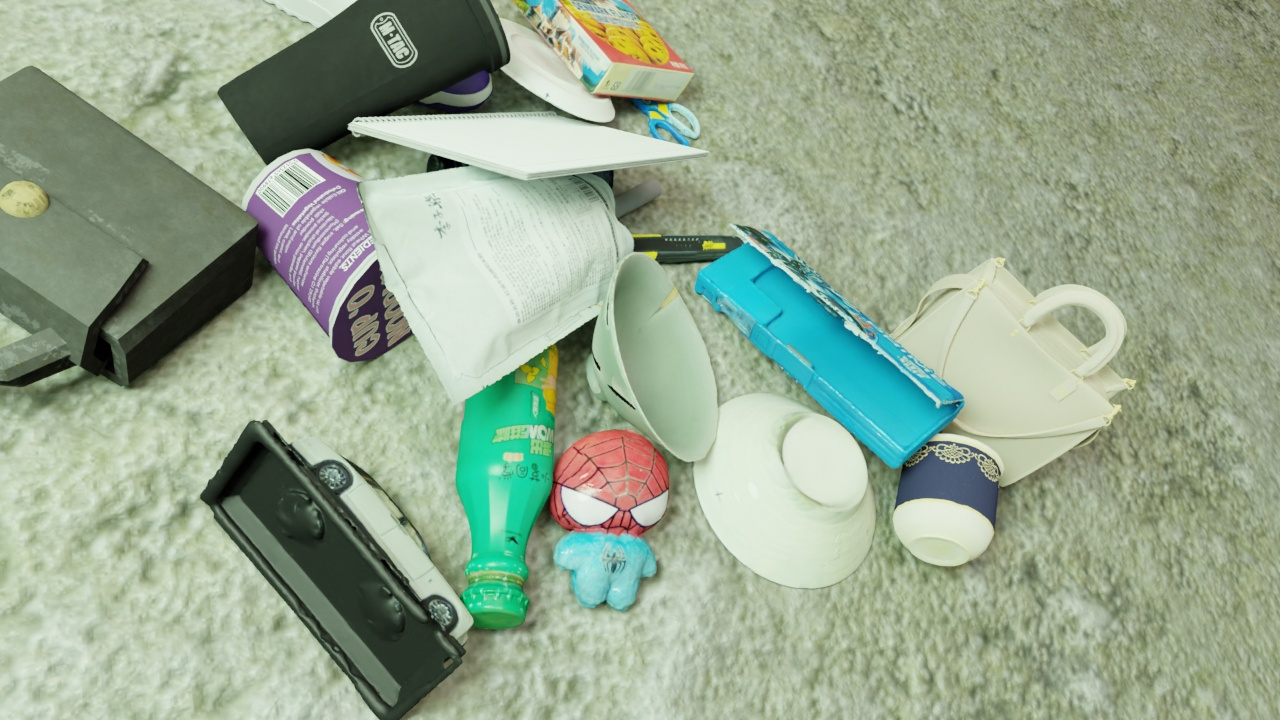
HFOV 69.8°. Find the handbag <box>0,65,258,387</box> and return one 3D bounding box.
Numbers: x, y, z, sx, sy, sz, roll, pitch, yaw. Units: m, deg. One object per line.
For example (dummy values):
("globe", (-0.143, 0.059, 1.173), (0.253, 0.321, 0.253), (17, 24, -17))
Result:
("handbag", (-0.385, -0.072, 0.572), (0.197, 0.103, 0.198), (34, 52, -4))

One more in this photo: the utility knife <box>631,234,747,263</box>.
("utility knife", (0.041, -0.105, 0.855), (0.187, 0.020, 0.028), (-6, 66, -30))

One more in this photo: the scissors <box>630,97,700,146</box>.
("scissors", (0.002, -0.258, 0.931), (0.130, 0.022, 0.070), (37, 52, -7))

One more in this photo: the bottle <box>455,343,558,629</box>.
("bottle", (-0.096, 0.079, 0.645), (0.068, 0.068, 0.209), (12, 57, -19))

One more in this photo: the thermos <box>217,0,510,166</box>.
("thermos", (-0.212, -0.233, 0.718), (0.218, 0.106, 0.106), (-34, 79, -10))

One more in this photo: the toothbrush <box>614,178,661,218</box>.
("toothbrush", (-0.048, -0.122, 0.819), (0.187, 0.019, 0.018), (-35, 124, -37))

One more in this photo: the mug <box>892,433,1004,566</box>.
("mug", (0.266, 0.132, 0.791), (0.112, 0.086, 0.089), (52, 46, -37))

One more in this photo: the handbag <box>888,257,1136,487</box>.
("handbag", (0.340, -0.003, 0.825), (0.194, 0.198, 0.101), (44, 53, 4))

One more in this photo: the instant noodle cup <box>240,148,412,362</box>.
("instant noodle cup", (-0.211, -0.089, 0.667), (0.122, 0.122, 0.136), (40, 61, 13))

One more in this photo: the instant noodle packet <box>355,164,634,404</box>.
("instant noodle packet", (-0.091, -0.077, 0.669), (0.147, 0.057, 0.268), (64, 32, -6))

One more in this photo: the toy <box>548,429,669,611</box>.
("toy", (-0.023, 0.113, 0.668), (0.092, 0.062, 0.132), (8, 69, -18))

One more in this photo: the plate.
("plate", (-0.088, -0.274, 0.852), (0.157, 0.014, 0.156), (29, 27, -16))

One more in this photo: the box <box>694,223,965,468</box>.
("box", (0.165, -0.031, 0.789), (0.091, 0.086, 0.243), (-33, 64, -29))

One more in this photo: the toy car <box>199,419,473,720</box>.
("toy car", (-0.178, 0.122, 0.580), (0.191, 0.094, 0.071), (48, 32, 7))

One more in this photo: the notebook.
("notebook", (-0.081, -0.176, 0.738), (0.178, 0.013, 0.244), (21, 25, 28))

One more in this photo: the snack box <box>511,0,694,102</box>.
("snack box", (-0.037, -0.318, 0.896), (0.145, 0.040, 0.142), (52, 34, 15))

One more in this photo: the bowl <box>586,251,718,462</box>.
("bowl", (-0.004, 0.004, 0.730), (0.174, 0.068, 0.173), (46, 33, -44))

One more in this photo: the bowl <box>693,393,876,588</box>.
("bowl", (0.135, 0.094, 0.756), (0.176, 0.058, 0.176), (12, 57, -20))

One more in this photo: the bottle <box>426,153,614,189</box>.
("bottle", (-0.102, -0.159, 0.792), (0.160, 0.056, 0.056), (-8, 66, -29))

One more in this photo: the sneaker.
("sneaker", (-0.225, -0.322, 0.794), (0.244, 0.111, 0.091), (32, 53, -6))
